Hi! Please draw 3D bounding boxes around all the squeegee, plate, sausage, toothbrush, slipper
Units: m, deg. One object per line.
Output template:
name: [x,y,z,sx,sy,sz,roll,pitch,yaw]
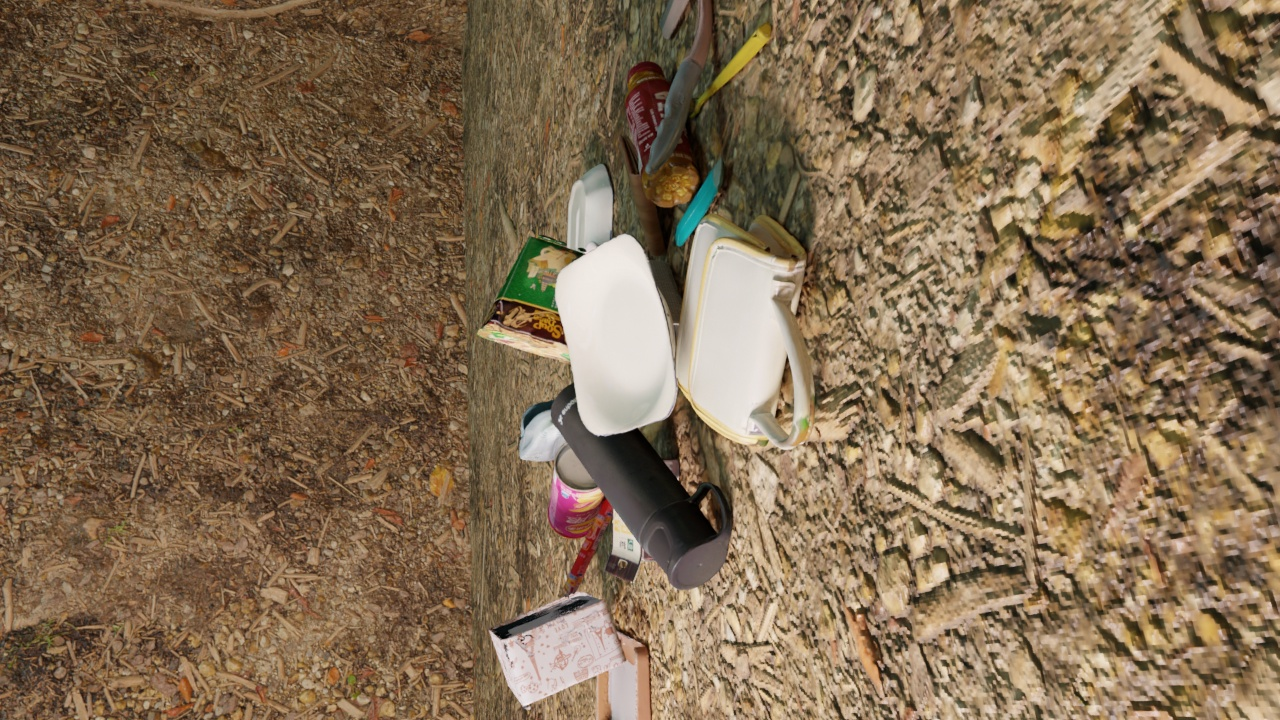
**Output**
squeegee: [0.042,-0.280,0.854,0.248,0.040,0.249,133,150,-70]
plate: [-0.077,-0.143,1.293,0.162,0.034,0.266,-161,73,-73]
plate: [-0.015,-0.020,0.813,0.164,0.034,0.164,-19,81,55]
sausage: [-0.059,0.221,1.136,0.155,0.020,0.020,-64,13,-10]
toothbrush: [0.072,-0.257,0.826,0.190,0.016,0.015,163,108,-73]
slipper: [-0.109,0.084,1.200,0.246,0.104,0.074,119,143,-74]

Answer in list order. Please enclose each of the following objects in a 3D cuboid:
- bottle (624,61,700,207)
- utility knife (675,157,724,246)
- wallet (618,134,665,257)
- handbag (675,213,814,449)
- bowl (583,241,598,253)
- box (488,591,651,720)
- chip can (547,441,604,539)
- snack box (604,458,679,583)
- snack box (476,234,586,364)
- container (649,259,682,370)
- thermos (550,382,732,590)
bottle: [0.018,-0.236,0.936,0.058,0.057,0.174,112,154,-50]
utility knife: [0.056,-0.147,0.884,0.157,0.013,0.029,130,141,-69]
wallet: [0.000,-0.183,1.009,0.115,0.020,0.101,-107,2,-53]
handbag: [0.084,-0.015,0.706,0.178,0.063,0.164,-125,37,-58]
bowl: [-0.030,-0.079,1.077,0.118,0.064,0.118,180,91,-73]
box: [-0.072,0.386,1.088,0.183,0.156,0.193,142,111,-73]
chip can: [-0.079,0.167,1.169,0.211,0.071,0.071,107,159,-63]
snack box: [0.000,0.167,0.979,0.113,0.053,0.125,161,109,-72]
snack box: [-0.093,-0.061,0.934,0.118,0.118,0.105,165,122,-77]
container: [-0.006,-0.044,0.956,0.114,0.090,0.090,-102,21,-45]
thermos: [0.002,0.105,0.881,0.090,0.068,0.242,-47,48,5]
